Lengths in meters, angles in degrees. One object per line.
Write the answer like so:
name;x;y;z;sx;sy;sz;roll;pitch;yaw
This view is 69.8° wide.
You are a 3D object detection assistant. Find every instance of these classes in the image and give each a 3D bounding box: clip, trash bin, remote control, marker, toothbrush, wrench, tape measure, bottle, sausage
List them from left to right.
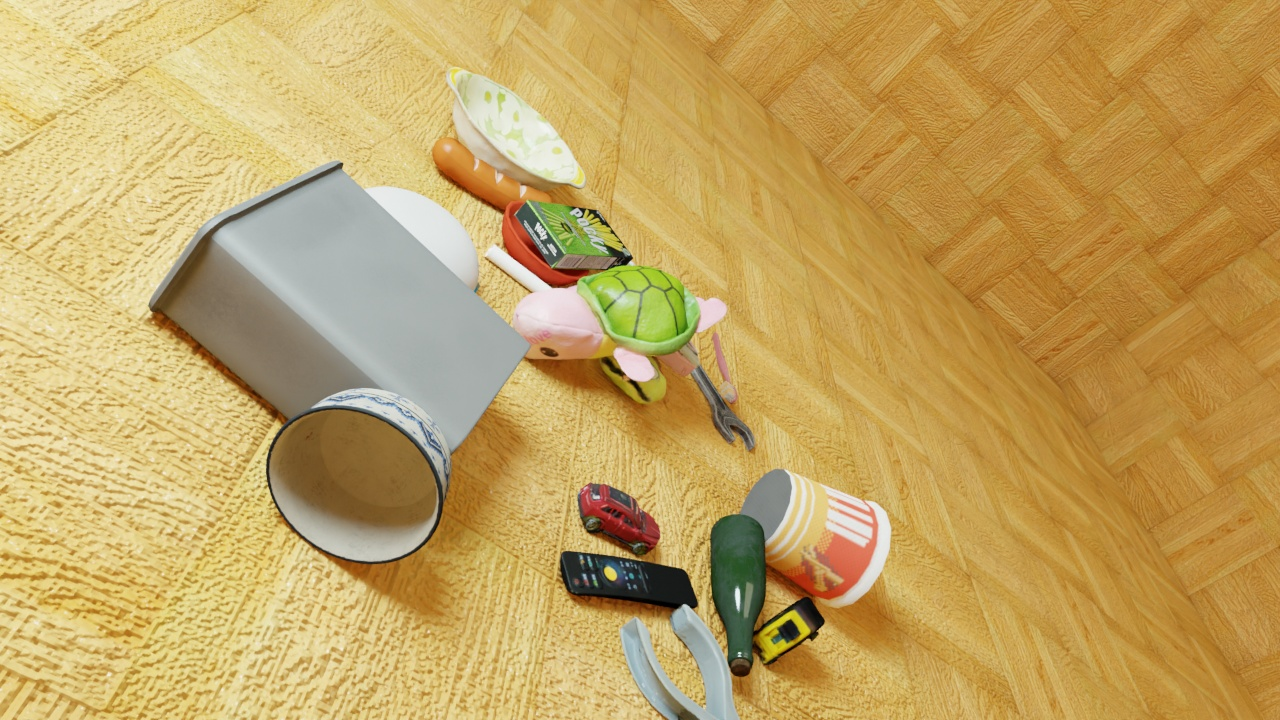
trash bin;-0.214;-0.027;0.706;0.220;0.098;0.191;44;26;-10
sausage;-0.175;-0.211;1.088;0.164;0.044;0.039;27;7;-36
marker;-0.116;-0.084;1.029;0.133;0.017;0.020;37;26;-20
remote control;-0.009;0.193;0.795;0.151;0.020;0.041;21;36;-41
wrench;0.068;0.004;1.195;0.070;0.010;0.273;6;47;-54
clip;0.064;0.278;0.774;0.172;0.029;0.143;55;28;15
toothbrush;0.109;0.004;1.240;0.015;0.015;0.184;38;21;-21
bottle;0.093;0.223;0.868;0.055;0.055;0.173;38;28;-18
tape measure;0.147;0.260;0.888;0.038;0.063;0.067;56;26;16

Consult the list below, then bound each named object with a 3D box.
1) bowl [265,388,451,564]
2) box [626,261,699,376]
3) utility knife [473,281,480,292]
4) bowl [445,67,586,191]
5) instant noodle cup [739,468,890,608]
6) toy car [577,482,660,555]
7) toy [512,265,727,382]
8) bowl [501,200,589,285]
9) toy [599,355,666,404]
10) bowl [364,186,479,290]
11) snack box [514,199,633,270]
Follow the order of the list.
bowl;-0.177;0.069;0.604;0.115;0.116;0.059;42;22;-11
box;0.019;-0.055;1.114;0.086;0.044;0.202;38;13;-32
utility knife;-0.182;-0.048;0.880;0.031;0.015;0.158;34;29;-15
bowl;-0.171;-0.277;1.174;0.219;0.060;0.188;37;28;-19
instant noodle cup;0.181;0.185;0.994;0.121;0.124;0.123;29;30;-18
toy car;-0.018;0.143;0.837;0.091;0.036;0.042;38;26;-31
toy;-0.023;-0.049;0.969;0.237;0.088;0.190;-9;41;-25
bowl;-0.117;-0.130;1.072;0.122;0.035;0.121;36;28;-22
toy;-0.006;0.006;1.039;0.092;0.046;0.115;42;18;-4
bowl;-0.214;-0.124;0.886;0.149;0.043;0.149;31;26;-18
snack box;-0.075;-0.146;1.085;0.080;0.025;0.147;55;26;16
